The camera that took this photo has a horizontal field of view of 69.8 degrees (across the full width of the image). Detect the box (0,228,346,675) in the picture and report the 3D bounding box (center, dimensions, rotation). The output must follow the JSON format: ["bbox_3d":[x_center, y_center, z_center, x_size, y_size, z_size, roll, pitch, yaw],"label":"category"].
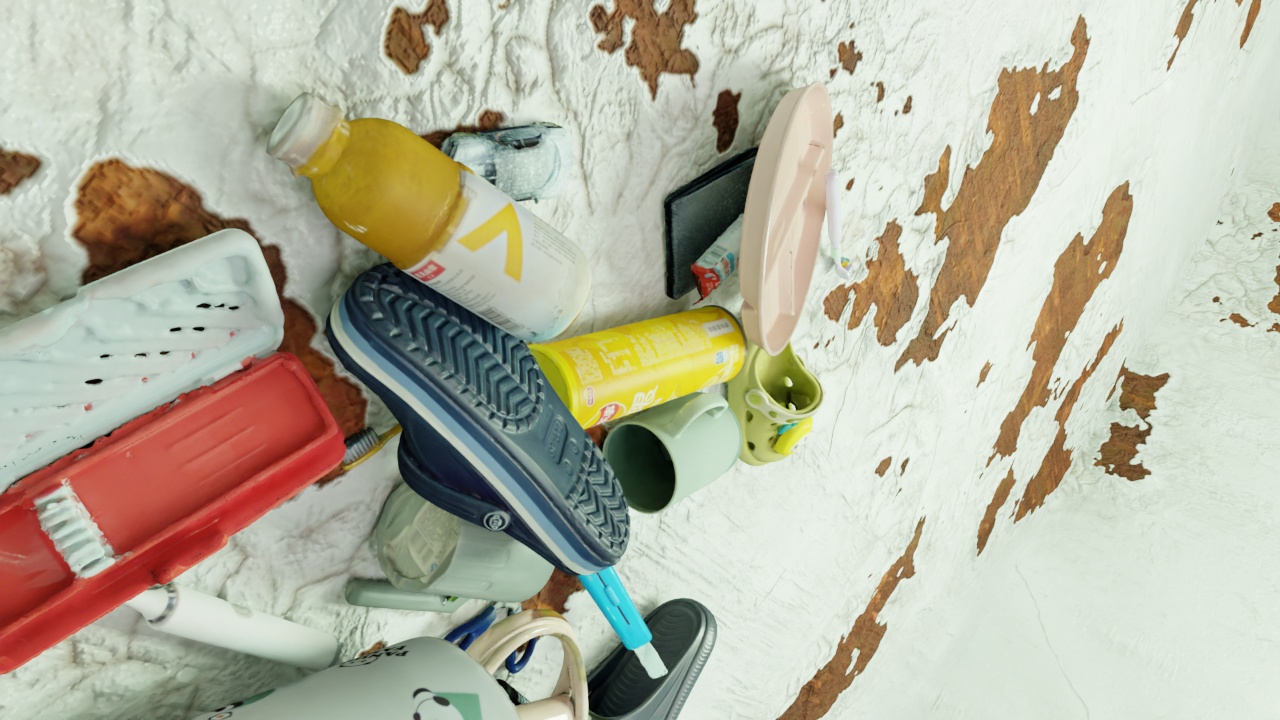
[{"bbox_3d":[-0.256,0.039,0.445,0.200,0.060,0.161,-35,126,-32],"label":"box"}]

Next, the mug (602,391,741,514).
[{"bbox_3d":[0.037,0.067,0.793,0.106,0.082,0.112,-21,151,-46],"label":"mug"}]

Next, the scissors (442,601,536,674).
[{"bbox_3d":[-0.115,0.211,0.774,0.175,0.012,0.162,-42,140,-27],"label":"scissors"}]

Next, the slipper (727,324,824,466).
[{"bbox_3d":[0.136,0.039,0.915,0.091,0.082,0.191,-36,136,-28],"label":"slipper"}]

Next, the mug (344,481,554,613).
[{"bbox_3d":[-0.135,0.139,0.650,0.124,0.083,0.103,-42,147,15],"label":"mug"}]

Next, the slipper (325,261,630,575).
[{"bbox_3d":[-0.102,0.045,0.581,0.095,0.105,0.253,-30,118,19],"label":"slipper"}]

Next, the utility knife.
[{"bbox_3d":[-0.019,0.231,0.847,0.034,0.018,0.191,-38,118,-21],"label":"utility knife"}]

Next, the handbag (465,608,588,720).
[{"bbox_3d":[-0.120,0.312,0.757,0.193,0.093,0.234,5,110,-49],"label":"handbag"}]

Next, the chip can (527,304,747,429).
[{"bbox_3d":[-0.004,0.004,0.719,0.212,0.072,0.072,-17,126,-46],"label":"chip can"}]

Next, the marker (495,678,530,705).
[{"bbox_3d":[-0.109,0.327,0.855,0.022,0.020,0.132,-33,141,-6],"label":"marker"}]

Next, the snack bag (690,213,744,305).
[{"bbox_3d":[0.073,-0.090,0.763,0.105,0.026,0.045,-46,145,-21],"label":"snack bag"}]

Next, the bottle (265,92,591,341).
[{"bbox_3d":[-0.111,-0.077,0.507,0.189,0.068,0.068,33,86,-37],"label":"bottle"}]

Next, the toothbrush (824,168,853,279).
[{"bbox_3d":[0.191,-0.130,0.887,0.021,0.029,0.189,-21,155,7],"label":"toothbrush"}]

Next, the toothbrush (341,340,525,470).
[{"bbox_3d":[-0.124,0.010,0.620,0.191,0.016,0.018,-40,131,-27],"label":"toothbrush"}]

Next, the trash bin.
[{"bbox_3d":[-0.202,0.294,0.530,0.251,0.230,0.230,-15,125,-47],"label":"trash bin"}]

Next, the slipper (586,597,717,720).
[{"bbox_3d":[-0.026,0.342,0.915,0.083,0.111,0.267,49,67,-32],"label":"slipper"}]

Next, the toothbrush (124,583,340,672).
[{"bbox_3d":[-0.257,0.150,0.537,0.026,0.027,0.221,-62,146,-15],"label":"toothbrush"}]

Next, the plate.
[{"bbox_3d":[0.124,-0.118,0.776,0.229,0.028,0.229,13,89,-71],"label":"plate"}]

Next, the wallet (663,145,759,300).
[{"bbox_3d":[0.064,-0.115,0.771,0.120,0.019,0.097,-34,138,-31],"label":"wallet"}]

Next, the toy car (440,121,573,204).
[{"bbox_3d":[-0.080,-0.120,0.571,0.105,0.031,0.049,-23,131,-43],"label":"toy car"}]
